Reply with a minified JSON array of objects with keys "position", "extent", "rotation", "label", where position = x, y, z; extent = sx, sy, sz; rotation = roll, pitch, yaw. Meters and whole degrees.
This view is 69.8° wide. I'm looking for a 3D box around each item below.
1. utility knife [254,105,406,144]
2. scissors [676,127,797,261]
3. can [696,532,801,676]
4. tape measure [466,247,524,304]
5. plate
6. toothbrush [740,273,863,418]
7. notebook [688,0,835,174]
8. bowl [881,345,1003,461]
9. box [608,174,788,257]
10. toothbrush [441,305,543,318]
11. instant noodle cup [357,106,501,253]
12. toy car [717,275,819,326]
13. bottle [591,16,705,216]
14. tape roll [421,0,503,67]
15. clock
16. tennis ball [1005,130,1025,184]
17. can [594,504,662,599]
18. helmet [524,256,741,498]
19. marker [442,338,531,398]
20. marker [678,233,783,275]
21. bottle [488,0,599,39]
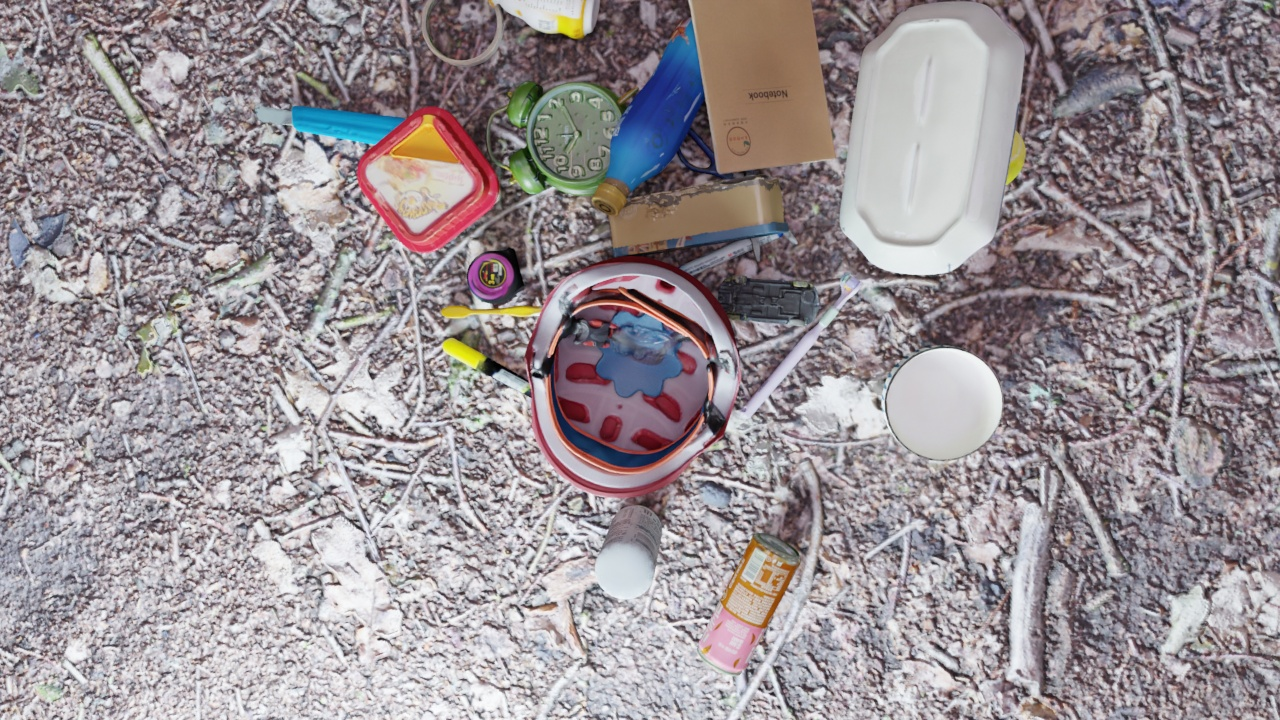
[{"position":[-0.325,-0.254,0.983],"extent":[0.188,0.018,0.034],"rotation":[9,86,4],"label":"utility knife"},{"position":[0.099,-0.190,0.951],"extent":[0.161,0.012,0.163],"rotation":[12,92,7],"label":"scissors"},{"position":[0.116,0.261,0.985],"extent":[0.058,0.058,0.147],"rotation":[26,98,1],"label":"can"},{"position":[-0.155,-0.089,0.977],"extent":[0.058,0.039,0.057],"rotation":[-17,95,1],"label":"tape measure"},{"position":[0.275,-0.217,0.893],"extent":[0.162,0.034,0.266],"rotation":[12,98,32],"label":"plate"},{"position":[0.167,-0.012,0.969],"extent":[0.021,0.029,0.189],"rotation":[31,101,-37],"label":"toothbrush"},{"position":[0.121,-0.296,0.909],"extent":[0.147,0.008,0.207],"rotation":[-13,96,-27],"label":"notebook"},{"position":[0.303,0.040,0.940],"extent":[0.116,0.066,0.116],"rotation":[1,98,4],"label":"bowl"},{"position":[0.062,-0.143,0.912],"extent":[0.184,0.089,0.061],"rotation":[-4,96,22],"label":"box"},{"position":[-0.120,-0.054,0.992],"extent":[0.191,0.018,0.016],"rotation":[-1,98,2],"label":"toothbrush"},{"position":[-0.203,-0.178,0.928],"extent":[0.116,0.124,0.116],"rotation":[-36,93,7],"label":"instant noodle cup"},{"position":[0.134,-0.062,0.960],"extent":[0.105,0.031,0.049],"rotation":[5,97,5],"label":"toy car"},{"position":[0.018,-0.236,0.895],"extent":[0.065,0.065,0.218],"rotation":[30,74,1],"label":"bottle"},{"position":[-0.187,-0.353,0.962],"extent":[0.086,0.014,0.086],"rotation":[1,97,4],"label":"tape roll"},{"position":[-0.080,-0.230,0.946],"extent":[0.161,0.056,0.116],"rotation":[-1,95,5],"label":"clock"},{"position":[0.346,-0.203,0.909],"extent":[0.065,0.065,0.065],"rotation":[1,96,4],"label":"tennis ball"},{"position":[-0.010,0.193,0.942],"extent":[0.058,0.146,0.058],"rotation":[0,96,4],"label":"can"},{"position":[-0.006,0.005,0.927],"extent":[0.207,0.143,0.240],"rotation":[20,113,1],"label":"helmet"},{"position":[-0.159,0.010,1.002],"extent":[0.124,0.015,0.018],"rotation":[29,98,-2],"label":"marker"},{"position":[0.084,-0.110,0.966],"extent":[0.146,0.017,0.017],"rotation":[-24,94,7],"label":"marker"},{"position":[-0.097,-0.366,0.928],"extent":[0.108,0.063,0.063],"rotation":[13,97,3],"label":"bottle"}]
